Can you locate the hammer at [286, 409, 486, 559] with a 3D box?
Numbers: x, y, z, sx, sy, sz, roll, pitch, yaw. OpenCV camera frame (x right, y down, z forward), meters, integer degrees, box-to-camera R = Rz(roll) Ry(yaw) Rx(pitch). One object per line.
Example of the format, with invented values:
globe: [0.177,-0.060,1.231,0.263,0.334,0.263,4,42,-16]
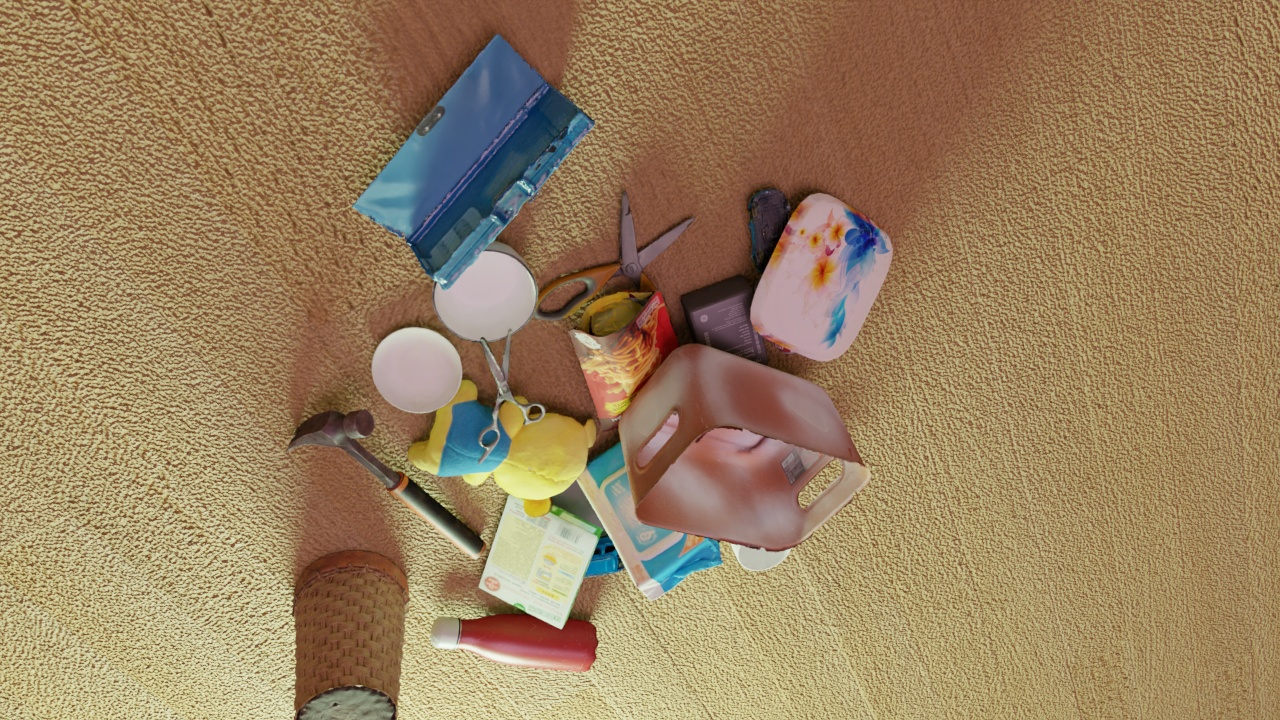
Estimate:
hammer: [-0.302,0.165,1.146,0.138,0.034,0.314,-9,138,28]

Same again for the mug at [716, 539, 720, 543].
mug: [0.048,0.211,1.267,0.116,0.079,0.107,-13,126,13]

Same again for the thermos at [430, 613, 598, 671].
thermos: [-0.181,0.400,1.315,0.239,0.073,0.073,13,116,-21]

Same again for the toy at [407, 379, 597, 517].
toy: [-0.164,0.113,1.141,0.214,0.084,0.149,22,114,-23]

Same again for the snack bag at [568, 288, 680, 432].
snack bag: [-0.007,0.007,1.134,0.139,0.066,0.208,-22,138,-3]

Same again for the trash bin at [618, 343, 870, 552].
trash bin: [0.117,0.105,1.117,0.259,0.157,0.182,16,128,-30]

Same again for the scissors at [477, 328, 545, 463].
scissors: [-0.167,0.043,1.052,0.147,0.014,0.141,-46,132,-3]

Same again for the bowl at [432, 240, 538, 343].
bowl: [-0.176,-0.085,1.027,0.116,0.065,0.116,-7,122,-11]

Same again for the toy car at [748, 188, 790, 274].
toy car: [0.154,-0.155,1.096,0.048,0.032,0.105,-13,117,-7]

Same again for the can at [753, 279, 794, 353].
can: [0.179,-0.058,1.149,0.054,0.054,0.096,-26,124,1]

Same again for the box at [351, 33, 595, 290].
box: [-0.170,-0.198,0.920,0.232,0.094,0.112,-46,139,8]

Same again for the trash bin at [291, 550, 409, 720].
trash bin: [-0.368,0.366,1.161,0.151,0.210,0.151,-7,121,-12]

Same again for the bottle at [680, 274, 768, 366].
bottle: [0.114,-0.014,1.162,0.083,0.046,0.174,-20,123,-3]

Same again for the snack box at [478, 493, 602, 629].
snack box: [-0.137,0.267,1.238,0.132,0.027,0.168,25,115,8]

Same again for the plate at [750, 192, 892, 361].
plate: [0.228,-0.095,1.119,0.186,0.016,0.187,21,98,-37]

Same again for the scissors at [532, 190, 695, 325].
scissors: [-0.028,-0.092,1.093,0.229,0.016,0.225,-15,124,-6]

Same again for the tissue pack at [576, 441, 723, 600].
tissue pack: [0.009,0.196,1.177,0.117,0.209,0.066,-35,158,6]

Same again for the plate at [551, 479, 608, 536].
plate: [-0.060,0.231,1.282,0.178,0.012,0.179,-7,122,-11]

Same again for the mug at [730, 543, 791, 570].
mug: [0.178,0.234,1.304,0.114,0.087,0.081,-16,123,-6]

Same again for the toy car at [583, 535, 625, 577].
toy car: [-0.050,0.272,1.275,0.120,0.043,0.056,-9,122,-11]

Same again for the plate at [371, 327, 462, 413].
plate: [-0.260,0.009,1.076,0.104,0.026,0.104,-1,106,-3]
